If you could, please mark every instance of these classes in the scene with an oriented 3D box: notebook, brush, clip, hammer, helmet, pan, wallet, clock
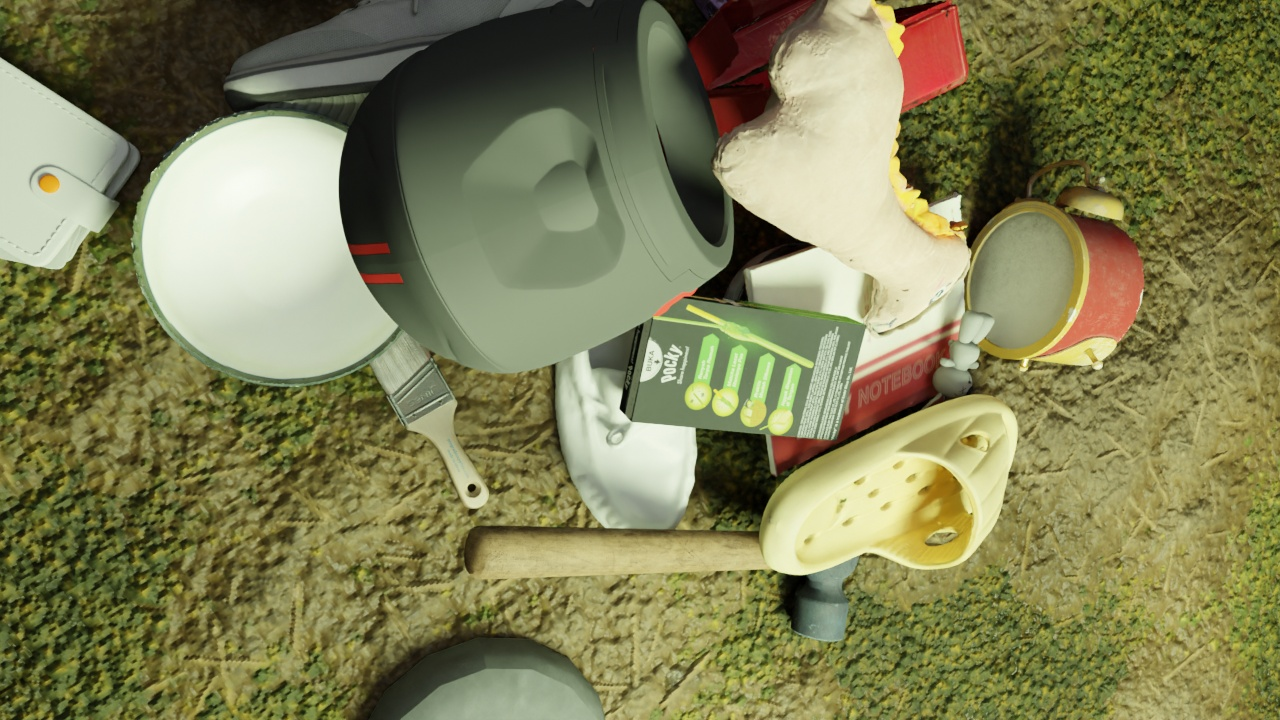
[{"bbox_3d":[0.165,-0.022,0.663,0.208,0.012,0.153,-22,113,-29],"label":"notebook"},{"bbox_3d":[-0.139,0.031,0.599,0.038,0.012,0.151,-30,104,-15],"label":"brush"},{"bbox_3d":[0.047,-0.249,0.641,0.014,0.042,0.052,-40,70,-13],"label":"clip"},{"bbox_3d":[0.032,0.125,0.606,0.321,0.040,0.129,9,90,-37],"label":"hammer"},{"bbox_3d":[-0.057,-0.085,0.467,0.170,0.264,0.164,-14,107,17],"label":"helmet"},{"bbox_3d":[-0.158,0.346,0.601,0.178,0.041,0.357,43,80,-17],"label":"pan"},{"bbox_3d":[-0.356,-0.101,0.500,0.118,0.037,0.115,34,83,-15],"label":"wallet"},{"bbox_3d":[0.317,-0.072,0.696,0.081,0.117,0.159,6,86,-23],"label":"clock"}]

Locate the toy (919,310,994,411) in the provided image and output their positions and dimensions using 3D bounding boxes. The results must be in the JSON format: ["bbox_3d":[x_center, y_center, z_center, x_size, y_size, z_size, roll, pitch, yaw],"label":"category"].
[{"bbox_3d":[0.237,0.016,0.697,0.049,0.030,0.112,4,110,-42],"label":"toy"}]

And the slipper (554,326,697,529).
[{"bbox_3d":[-0.004,0.004,0.618,0.112,0.074,0.247,-4,98,-3],"label":"slipper"}]

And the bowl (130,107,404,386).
[{"bbox_3d":[-0.204,-0.063,0.536,0.153,0.073,0.153,-1,94,-19],"label":"bowl"}]

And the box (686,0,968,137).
[{"bbox_3d":[0.114,-0.195,0.608,0.157,0.135,0.112,-31,102,-14],"label":"box"}]

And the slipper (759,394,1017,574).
[{"bbox_3d":[0.199,0.096,0.642,0.260,0.079,0.111,-11,119,-32],"label":"slipper"}]

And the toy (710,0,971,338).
[{"bbox_3d":[0.152,-0.112,0.549,0.264,0.065,0.196,16,117,-44],"label":"toy"}]

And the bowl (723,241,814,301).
[{"bbox_3d":[0.095,-0.030,0.650,0.114,0.045,0.114,-9,106,-33],"label":"bowl"}]

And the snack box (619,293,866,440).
[{"bbox_3d":[0.066,0.004,0.586,0.147,0.025,0.080,7,104,-21],"label":"snack box"}]

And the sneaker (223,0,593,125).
[{"bbox_3d":[-0.121,-0.212,0.550,0.262,0.097,0.128,-18,88,-16],"label":"sneaker"}]
